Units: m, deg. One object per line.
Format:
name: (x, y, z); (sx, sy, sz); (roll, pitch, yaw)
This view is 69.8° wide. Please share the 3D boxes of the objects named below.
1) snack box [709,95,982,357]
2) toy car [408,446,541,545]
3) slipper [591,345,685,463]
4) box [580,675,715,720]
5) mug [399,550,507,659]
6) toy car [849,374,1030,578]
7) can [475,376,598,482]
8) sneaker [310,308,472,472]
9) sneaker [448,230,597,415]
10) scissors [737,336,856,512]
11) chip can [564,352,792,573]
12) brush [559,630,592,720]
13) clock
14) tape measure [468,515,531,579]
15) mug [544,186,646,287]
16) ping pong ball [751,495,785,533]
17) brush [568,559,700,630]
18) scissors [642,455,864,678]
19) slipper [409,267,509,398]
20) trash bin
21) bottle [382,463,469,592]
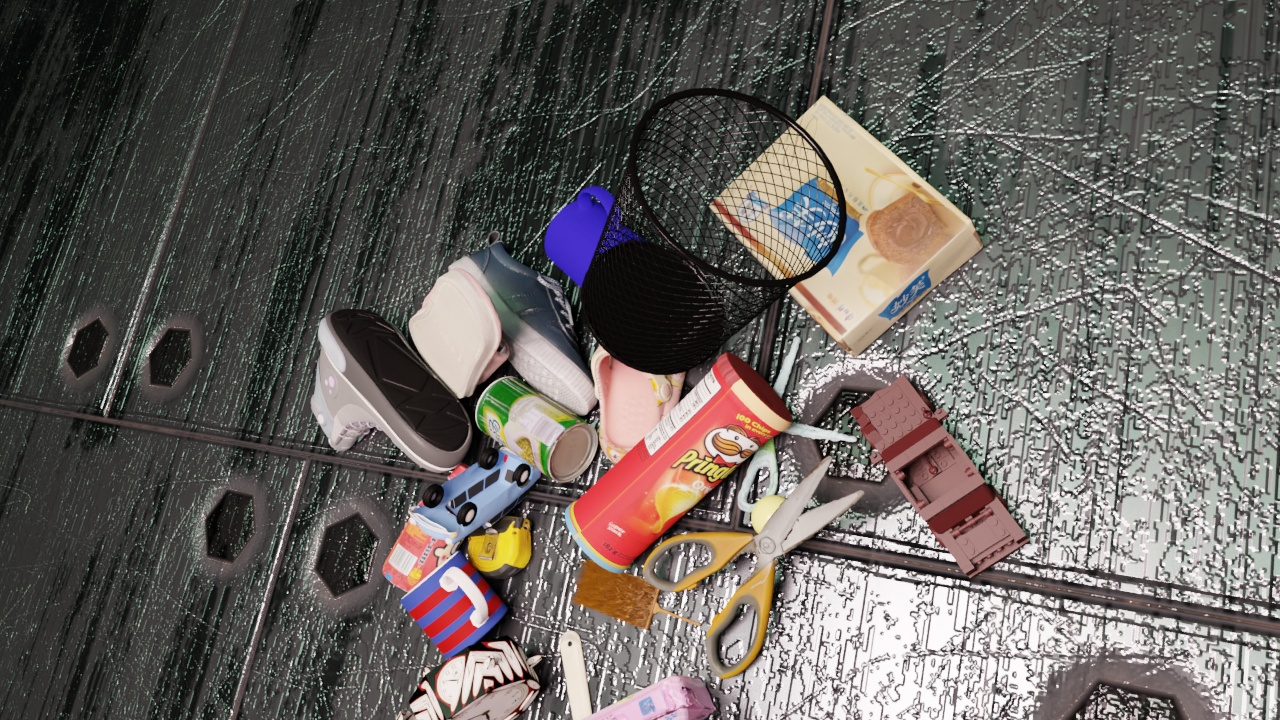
snack box: (0.185, -0.127, 0.856); (0.153, 0.055, 0.207); (-43, 58, 9)
toy car: (-0.161, 0.136, 0.913); (0.056, 0.153, 0.055); (22, 121, 24)
slipper: (-0.005, 0.005, 0.900); (0.093, 0.081, 0.197); (-3, 74, 27)
box: (-0.057, 0.334, 0.762); (0.231, 0.160, 0.062); (-29, 82, 10)
mug: (-0.175, 0.234, 0.887); (0.076, 0.074, 0.112); (50, 146, 0)
toy car: (0.238, 0.089, 0.750); (0.070, 0.062, 0.169); (-37, 60, 12)
can: (-0.107, 0.069, 0.936); (0.121, 0.067, 0.067); (28, 88, 36)
sneaker: (-0.291, 0.069, 1.024); (0.256, 0.092, 0.161); (46, 122, 30)
sneaker: (-0.109, -0.042, 0.973); (0.087, 0.089, 0.235); (-36, 70, -19)
scissors: (0.119, 0.058, 0.856); (0.172, 0.021, 0.172); (14, 76, 34)
chip can: (0.032, 0.095, 0.835); (0.214, 0.087, 0.087); (-45, 58, 15)
brush: (-0.048, 0.358, 0.844); (0.033, 0.012, 0.217); (-23, 62, 21)
clock: (-0.171, 0.319, 0.862); (0.155, 0.114, 0.065); (-44, 58, 11)
tape measure: (-0.145, 0.191, 0.937); (0.066, 0.037, 0.064); (-2, 72, 28)
mug: (-0.043, -0.126, 0.951); (0.079, 0.111, 0.083); (-25, 52, -30)
ping pong ball: (0.118, 0.139, 0.810); (0.040, 0.040, 0.040); (-9, 69, 25)
brush: (-0.006, 0.225, 0.861); (0.126, 0.017, 0.048); (12, 79, 31)
scissors: (0.104, 0.179, 0.787); (0.226, 0.016, 0.175); (-31, 75, 27)
slipper: (-0.182, -0.030, 0.942); (0.054, 0.275, 0.114); (-34, 91, -24)
trash bin: (0.044, -0.095, 0.802); (0.211, 0.184, 0.183); (128, 138, -58)
bottle: (-0.212, 0.174, 0.964); (0.062, 0.062, 0.137); (30, 89, 33)
